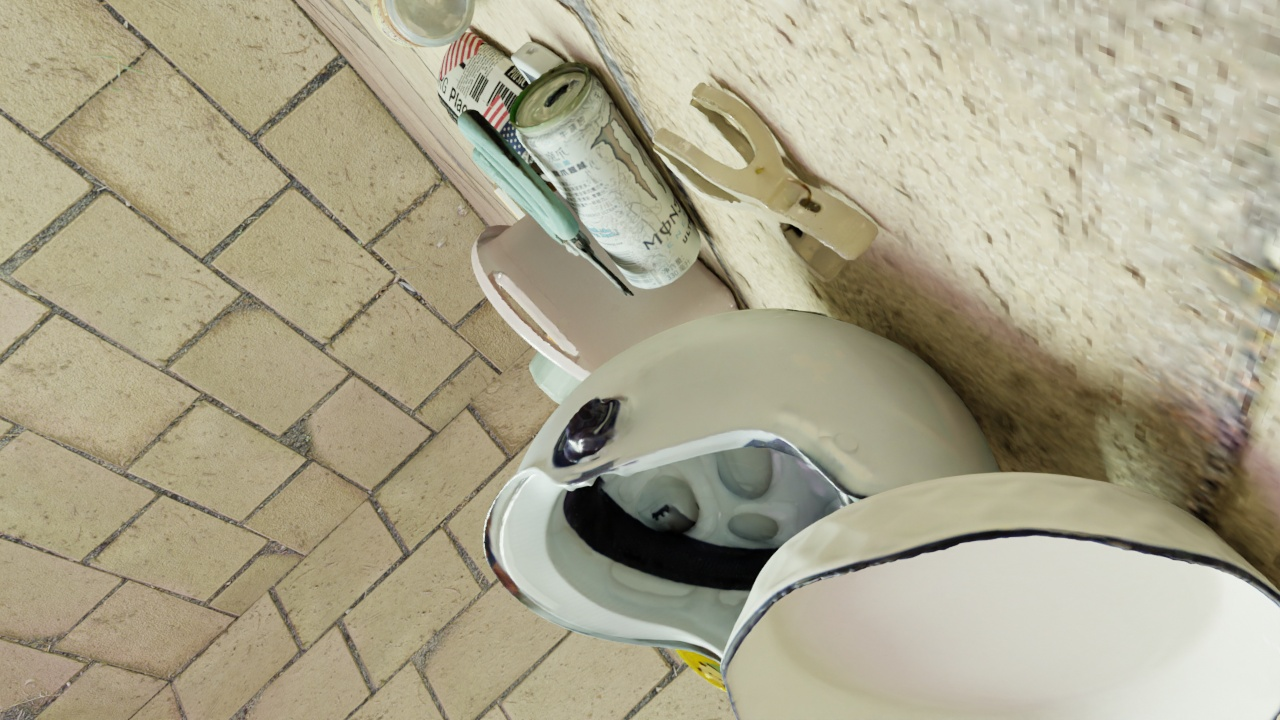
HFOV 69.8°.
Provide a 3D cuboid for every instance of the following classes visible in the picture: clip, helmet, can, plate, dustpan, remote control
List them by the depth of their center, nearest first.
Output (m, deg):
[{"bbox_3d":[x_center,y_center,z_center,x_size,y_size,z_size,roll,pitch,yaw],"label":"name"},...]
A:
[{"bbox_3d":[0.134,0.111,0.355,0.205,0.205,0.045,49,-148,-34],"label":"plate"},{"bbox_3d":[0.052,-0.073,0.390,0.099,0.034,0.066,38,175,1],"label":"clip"},{"bbox_3d":[0.057,0.061,0.475,0.259,0.145,0.229,-13,133,35],"label":"helmet"},{"bbox_3d":[-0.018,-0.110,0.571,0.058,0.058,0.147,43,175,48],"label":"can"},{"bbox_3d":[-0.034,-0.149,0.622,0.058,0.021,0.150,43,176,47],"label":"remote control"},{"bbox_3d":[-0.154,-0.249,0.640,0.058,0.058,0.116,49,176,-28],"label":"can"},{"bbox_3d":[-0.022,-0.039,0.760,0.222,0.138,0.273,45,176,21],"label":"dustpan"}]

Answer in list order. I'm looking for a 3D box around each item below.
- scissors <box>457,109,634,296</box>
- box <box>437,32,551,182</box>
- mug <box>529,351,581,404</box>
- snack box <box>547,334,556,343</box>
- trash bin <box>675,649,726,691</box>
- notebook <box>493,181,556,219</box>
[{"bbox_3d":[-0.072,-0.108,0.613,0.170,0.019,0.181,45,177,-36],"label":"scissors"},{"bbox_3d":[-0.104,-0.196,0.695,0.163,0.076,0.088,47,156,37],"label":"box"},{"bbox_3d":[-0.027,-0.001,0.826,0.124,0.104,0.083,43,-157,11],"label":"mug"},{"bbox_3d":[-0.004,0.004,0.748,0.153,0.026,0.075,31,-158,-13],"label":"snack box"},{"bbox_3d":[0.163,0.222,0.903,0.229,0.229,0.255,45,-179,33],"label":"trash bin"},{"bbox_3d":[-0.100,-0.159,0.894,0.146,0.010,0.206,49,-166,-34],"label":"notebook"}]
